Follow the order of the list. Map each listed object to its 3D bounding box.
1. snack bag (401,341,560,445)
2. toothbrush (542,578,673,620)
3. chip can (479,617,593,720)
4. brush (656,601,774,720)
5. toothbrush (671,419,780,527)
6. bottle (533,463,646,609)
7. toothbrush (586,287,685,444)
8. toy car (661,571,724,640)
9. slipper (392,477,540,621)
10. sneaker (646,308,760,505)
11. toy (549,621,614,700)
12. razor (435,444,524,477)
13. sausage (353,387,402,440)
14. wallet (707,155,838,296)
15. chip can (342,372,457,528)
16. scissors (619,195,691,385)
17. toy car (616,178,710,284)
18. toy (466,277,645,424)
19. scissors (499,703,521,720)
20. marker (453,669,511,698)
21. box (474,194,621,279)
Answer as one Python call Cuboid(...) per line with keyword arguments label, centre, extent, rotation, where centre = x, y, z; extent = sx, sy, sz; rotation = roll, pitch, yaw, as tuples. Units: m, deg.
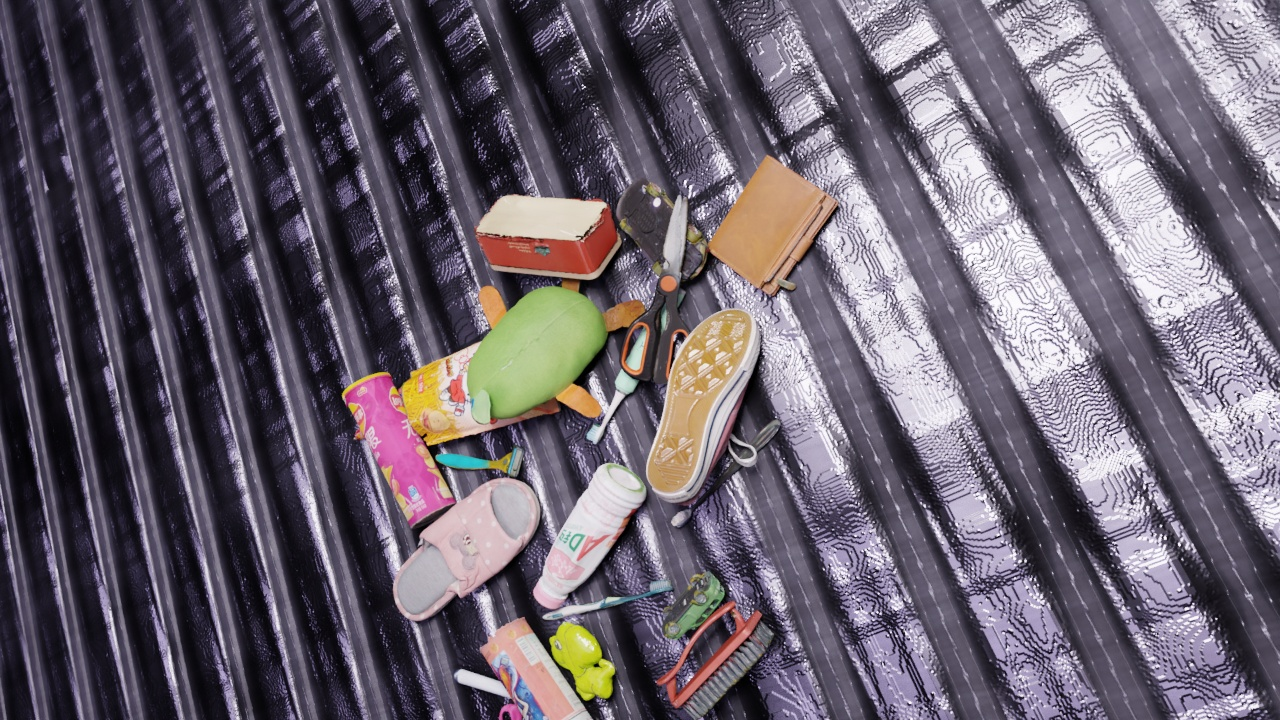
Cuboid(label="snack bag", centre=(-0.211, 0.035, 1.224), extent=(0.208, 0.073, 0.128), rotation=(-18, 77, 18))
Cuboid(label="toothbrush", centre=(-0.043, 0.297, 1.134), extent=(0.192, 0.016, 0.018), rotation=(-20, 67, 25))
Cuboid(label="chip can", centre=(-0.112, 0.423, 1.129), extent=(0.071, 0.071, 0.214), rotation=(-47, 67, 17))
Cuboid(label="brush", centre=(0.080, 0.340, 1.038), extent=(0.069, 0.063, 0.146), rotation=(42, 108, 12))
Cuboid(label="toothbrush", centre=(0.099, 0.133, 1.070), extent=(0.181, 0.018, 0.015), rotation=(-47, 59, 15))
Cuboid(label="bottle", centre=(-0.069, 0.219, 1.126), extent=(0.068, 0.068, 0.197), rotation=(41, 109, 24))
Cuboid(label="toothbrush", centre=(-0.007, 0.007, 1.129), extent=(0.027, 0.026, 0.225), rotation=(31, 102, 18))
Cuboid(label="toy car", centre=(0.059, 0.286, 1.062), extent=(0.036, 0.043, 0.091), rotation=(40, 100, -13))
Cuboid(label="slipper", centre=(-0.242, 0.254, 1.221), extent=(0.275, 0.054, 0.114), rotation=(-40, 69, 20))
Cuboid(label="sneaker", centre=(0.079, 0.057, 1.047), extent=(0.118, 0.088, 0.240), rotation=(10, 68, 29))
Cuboid(label="toy", centre=(-0.071, 0.369, 1.133), extent=(0.097, 0.031, 0.100), rotation=(-21, 84, 38))
Cuboid(label="razor", centre=(-0.217, 0.135, 1.231), extent=(0.133, 0.028, 0.043), rotation=(-1, 62, 25))
Cuboid(label="sausage", centre=(-0.362, 0.070, 1.319), extent=(0.156, 0.020, 0.020), rotation=(-41, 69, 20))
Cuboid(label="wallet", centre=(0.152, -0.151, 1.051), extent=(0.119, 0.035, 0.131), rotation=(41, 107, 24))
Cuboid(label="chip can", centre=(-0.329, 0.122, 1.255), extent=(0.072, 0.071, 0.210), rotation=(-36, 78, 21))
Cuboid(label="scissors", centre=(0.045, -0.077, 1.076), extent=(0.136, 0.021, 0.235), rotation=(29, 107, -6))
Cuboid(label="toy car", centre=(0.025, -0.159, 1.112), extent=(0.070, 0.042, 0.158), rotation=(-50, 56, 23))
Cuboid(label="toy", centre=(-0.121, -0.019, 1.141), extent=(0.246, 0.090, 0.227), rotation=(-42, 71, -7))
Cuboid(label="scissors", centre=(-0.140, 0.505, 1.172), extent=(0.125, 0.017, 0.133), rotation=(-15, 84, 23))
Cuboid(label="marker", centre=(-0.190, 0.429, 1.201), extent=(0.131, 0.018, 0.022), rotation=(5, 71, 28))
Cuboid(label="box", centre=(-0.119, -0.164, 1.153), extent=(0.168, 0.079, 0.091), rotation=(9, 49, 28))
